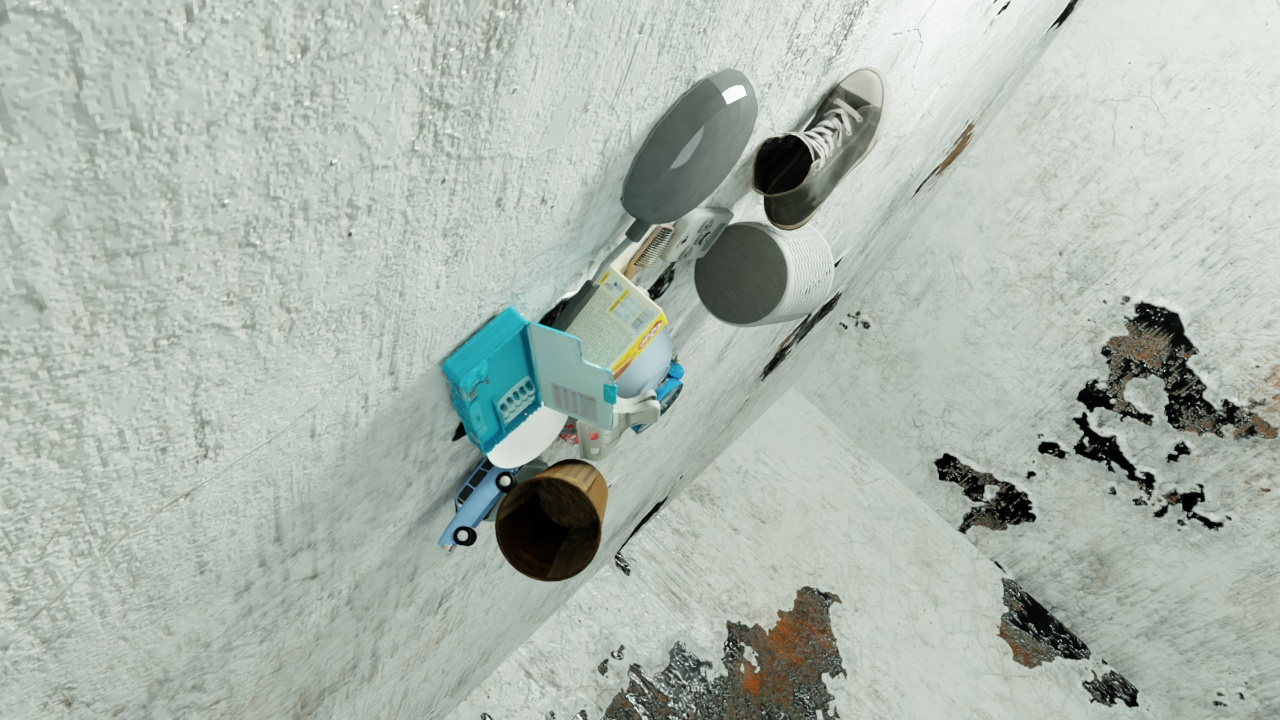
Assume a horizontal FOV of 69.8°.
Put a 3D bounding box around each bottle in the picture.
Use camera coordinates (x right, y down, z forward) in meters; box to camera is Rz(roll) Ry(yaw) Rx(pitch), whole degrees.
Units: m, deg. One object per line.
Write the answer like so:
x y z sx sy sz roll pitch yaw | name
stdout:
-0.090 0.102 1.365 0.042 0.042 0.141 -50 167 12 | bottle

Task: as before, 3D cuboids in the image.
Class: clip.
-0.045 0.087 1.226 0.127 0.152 0.104 92 2 -63 | clip

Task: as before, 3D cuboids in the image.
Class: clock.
0.023 0.052 1.553 0.116 0.060 0.162 -29 156 -52 | clock

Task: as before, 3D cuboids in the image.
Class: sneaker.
0.229 -0.283 1.163 0.235 0.095 0.119 -49 159 6 | sneaker

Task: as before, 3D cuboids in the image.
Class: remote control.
0.071 -0.158 1.162 0.074 0.019 0.150 -53 166 23 | remote control

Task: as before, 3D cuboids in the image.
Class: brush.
-0.005 -0.103 1.085 0.136 0.015 0.049 -51 166 15 | brush

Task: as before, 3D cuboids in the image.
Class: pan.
0.003 -0.138 0.945 0.358 0.041 0.178 -51 167 15 | pan

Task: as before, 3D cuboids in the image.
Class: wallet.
-0.179 0.175 1.273 0.100 0.054 0.131 -59 167 -1 | wallet

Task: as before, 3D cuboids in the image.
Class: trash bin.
0.174 -0.126 1.304 0.157 0.156 0.183 -53 164 23 | trash bin

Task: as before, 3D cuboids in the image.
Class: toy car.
-0.206 0.178 1.159 0.153 0.055 0.056 -53 175 -11 | toy car

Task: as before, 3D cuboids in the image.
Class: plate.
-0.137 0.071 1.116 0.134 0.011 0.135 -34 143 -31 | plate

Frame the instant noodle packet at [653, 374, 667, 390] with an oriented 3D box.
-0.010 0.038 1.415 0.135 0.039 0.099 -33 167 -14 | instant noodle packet

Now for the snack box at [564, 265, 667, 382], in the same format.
-0.036 -0.037 1.030 0.105 0.083 0.061 -48 169 -2 | snack box

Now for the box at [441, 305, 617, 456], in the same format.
-0.113 0.022 0.956 0.171 0.084 0.227 -11 158 -7 | box

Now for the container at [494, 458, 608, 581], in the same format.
-0.104 0.196 1.200 0.132 0.132 0.167 -50 180 10 | container

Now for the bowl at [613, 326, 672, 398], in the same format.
-0.008 0.007 1.277 0.150 0.075 0.151 -45 168 -13 | bowl

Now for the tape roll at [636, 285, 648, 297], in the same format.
-0.025 -0.056 1.168 0.093 0.013 0.093 -44 167 -13 | tape roll
